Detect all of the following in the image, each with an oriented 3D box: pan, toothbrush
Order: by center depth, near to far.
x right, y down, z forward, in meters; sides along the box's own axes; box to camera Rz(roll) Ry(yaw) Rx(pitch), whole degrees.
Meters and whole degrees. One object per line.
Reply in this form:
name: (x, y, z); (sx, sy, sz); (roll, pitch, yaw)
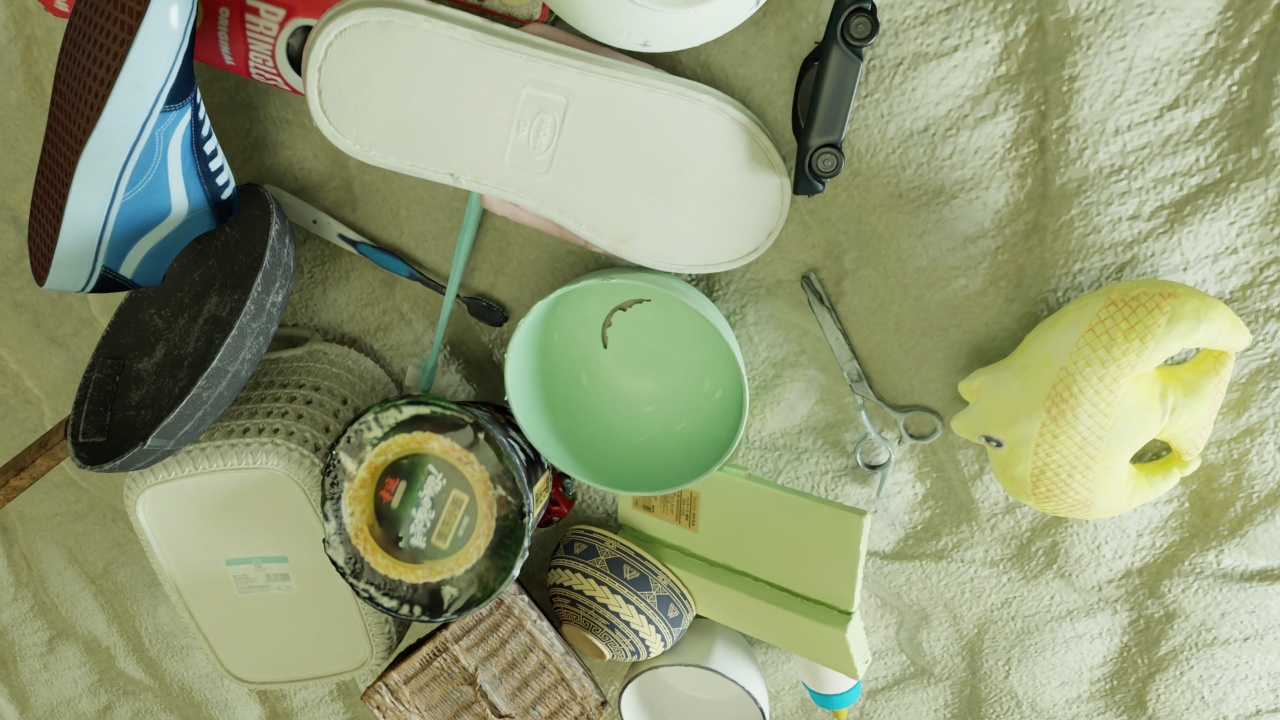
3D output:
toothbrush: (-0.120, -0.058, 0.590); (0.016, 0.016, 0.181); (26, 112, 9)
pan: (-0.344, 0.024, 0.602); (0.358, 0.207, 0.040); (-36, 134, 19)
toothbrush: (-0.172, -0.071, 0.612); (0.189, 0.017, 0.016); (29, 111, -1)

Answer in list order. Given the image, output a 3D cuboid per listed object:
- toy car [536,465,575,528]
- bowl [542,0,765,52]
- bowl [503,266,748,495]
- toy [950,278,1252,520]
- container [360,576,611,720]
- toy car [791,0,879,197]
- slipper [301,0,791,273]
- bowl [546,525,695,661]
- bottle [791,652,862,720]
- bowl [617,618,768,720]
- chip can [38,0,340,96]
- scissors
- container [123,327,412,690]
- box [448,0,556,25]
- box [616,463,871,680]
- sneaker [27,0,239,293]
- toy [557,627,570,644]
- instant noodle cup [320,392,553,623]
toy car: (-0.087, 0.082, 0.667); (0.042, 0.036, 0.091); (-31, 101, 26)
bowl: (0.012, -0.211, 0.420); (0.153, 0.072, 0.154); (-7, 130, -9)
bowl: (-0.003, 0.003, 0.574); (0.151, 0.076, 0.151); (6, 120, 11)
toy: (0.261, 0.029, 0.533); (0.155, 0.064, 0.171); (-1, 127, 2)
container: (-0.103, 0.227, 0.644); (0.112, 0.199, 0.114); (-38, 87, -13)
toy car: (0.099, -0.143, 0.483); (0.034, 0.046, 0.112); (12, 123, 5)
slipper: (-0.041, -0.121, 0.498); (0.274, 0.054, 0.114); (16, 117, -23)
bowl: (-0.024, 0.178, 0.661); (0.112, 0.061, 0.113); (26, 148, 18)
bottle: (0.136, 0.211, 0.672); (0.051, 0.051, 0.146); (-7, 117, 18)
bowl: (0.045, 0.253, 0.711); (0.116, 0.065, 0.116); (6, 120, 11)
chip can: (-0.220, -0.195, 0.521); (0.233, 0.073, 0.073); (19, 122, 4)
scissors: (0.132, 0.020, 0.586); (0.170, 0.014, 0.095); (39, 120, -12)
container: (-0.249, 0.115, 0.663); (0.185, 0.142, 0.246); (-10, 117, 5)
box: (-0.128, -0.257, 0.475); (0.205, 0.049, 0.118); (20, 121, 4)
box: (0.062, 0.134, 0.617); (0.188, 0.043, 0.141); (15, 123, 34)
sneaker: (-0.272, -0.130, 0.523); (0.242, 0.098, 0.083); (-47, 61, 35)
toy: (-0.103, 0.259, 0.764); (0.063, 0.047, 0.110); (26, 107, 9)
instant noodle cup: (-0.121, 0.085, 0.595); (0.137, 0.112, 0.137); (1, 95, 10)
